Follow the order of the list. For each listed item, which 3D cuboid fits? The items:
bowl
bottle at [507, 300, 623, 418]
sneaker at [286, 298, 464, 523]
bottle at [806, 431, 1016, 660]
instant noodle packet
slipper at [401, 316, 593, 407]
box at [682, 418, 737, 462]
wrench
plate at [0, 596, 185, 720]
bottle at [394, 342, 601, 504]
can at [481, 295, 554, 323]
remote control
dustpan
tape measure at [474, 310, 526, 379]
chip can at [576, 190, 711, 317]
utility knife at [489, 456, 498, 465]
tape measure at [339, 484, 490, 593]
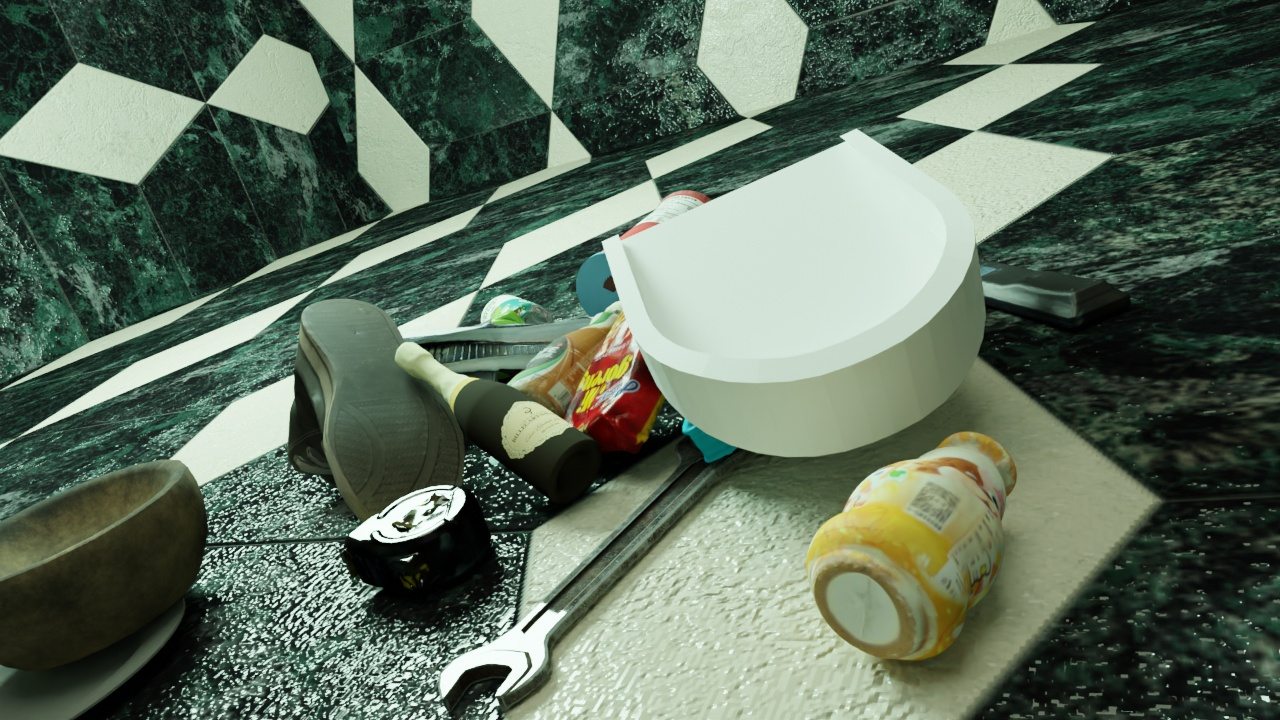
[{"bbox_3d":[-0.359,0.133,0.593,0.162,0.070,0.162,-17,18,5],"label":"bowl"},{"bbox_3d":[-0.046,0.004,0.710,0.059,0.059,0.166,-7,27,33],"label":"bottle"},{"bbox_3d":[-0.201,0.066,0.672,0.095,0.120,0.234,-7,39,-36],"label":"sneaker"},{"bbox_3d":[0.115,0.069,0.371,0.063,0.063,0.108,0,25,45],"label":"bottle"},{"bbox_3d":[-0.004,0.004,0.617,0.099,0.039,0.135,-17,40,59],"label":"instant noodle packet"},{"bbox_3d":[-0.130,0.008,0.808,0.263,0.063,0.111,-8,20,-5],"label":"slipper"},{"bbox_3d":[0.110,-0.041,0.602,0.182,0.039,0.226,-31,21,18],"label":"box"},{"bbox_3d":[-0.003,0.095,0.499,0.070,0.010,0.272,-3,23,40],"label":"wrench"},{"bbox_3d":[-0.364,0.195,0.555,0.178,0.012,0.178,-17,18,5],"label":"plate"},{"bbox_3d":[-0.105,0.032,0.614,0.185,0.045,0.045,29,45,34],"label":"bottle"},{"bbox_3d":[-0.128,-0.037,0.942,0.054,0.055,0.102,-25,19,-19],"label":"can"},{"bbox_3d":[0.270,-0.052,0.645,0.047,0.022,0.150,-22,18,-10],"label":"remote control"},{"bbox_3d":[0.081,-0.057,0.524,0.191,0.053,0.257,-24,39,3],"label":"dustpan"},{"bbox_3d":[-0.131,-0.014,0.873,0.065,0.059,0.036,-21,13,2],"label":"tape measure"},{"bbox_3d":[0.016,-0.110,0.972,0.087,0.087,0.212,-8,21,29],"label":"chip can"},{"bbox_3d":[-0.074,0.046,0.711,0.022,0.015,0.140,17,33,19],"label":"utility knife"},{"bbox_3d":[-0.127,0.105,0.540,0.072,0.042,0.072,-2,24,41],"label":"tape measure"}]
